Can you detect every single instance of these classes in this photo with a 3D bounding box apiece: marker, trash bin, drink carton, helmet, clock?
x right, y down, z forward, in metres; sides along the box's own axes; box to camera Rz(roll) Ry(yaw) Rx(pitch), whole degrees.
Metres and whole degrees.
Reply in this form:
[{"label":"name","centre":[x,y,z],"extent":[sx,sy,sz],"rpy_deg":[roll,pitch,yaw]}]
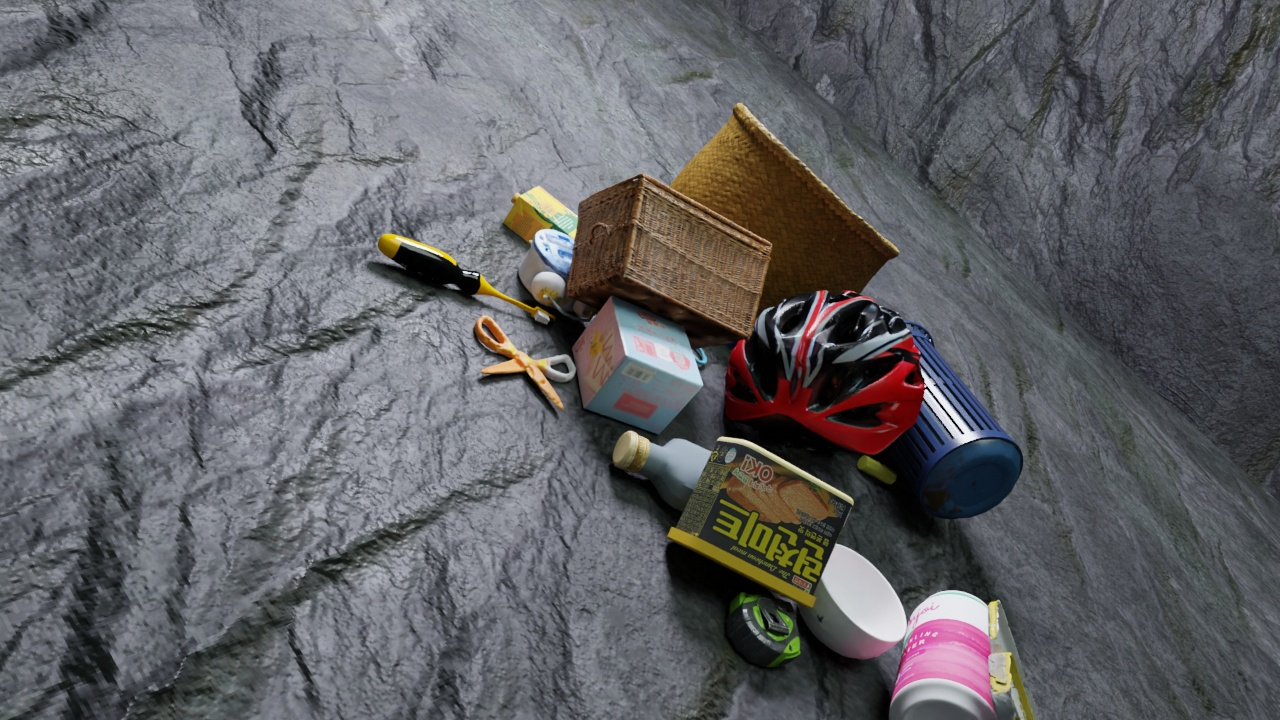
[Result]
[{"label":"marker","centre":[0.322,0.150,1.145],"extent":[0.123,0.018,0.021],"rpy_deg":[28,30,-22]},{"label":"trash bin","centre":[0.358,0.074,1.145],"extent":[0.139,0.139,0.249],"rpy_deg":[22,27,-28]},{"label":"drink carton","centre":[-0.098,-0.150,1.075],"extent":[0.122,0.041,0.058],"rpy_deg":[39,28,-1]},{"label":"helmet","centre":[0.213,0.006,1.045],"extent":[0.218,0.167,0.271],"rpy_deg":[13,21,24]},{"label":"clock","centre":[-0.083,-0.087,0.988],"extent":[0.088,0.052,0.125],"rpy_deg":[18,34,-34]}]

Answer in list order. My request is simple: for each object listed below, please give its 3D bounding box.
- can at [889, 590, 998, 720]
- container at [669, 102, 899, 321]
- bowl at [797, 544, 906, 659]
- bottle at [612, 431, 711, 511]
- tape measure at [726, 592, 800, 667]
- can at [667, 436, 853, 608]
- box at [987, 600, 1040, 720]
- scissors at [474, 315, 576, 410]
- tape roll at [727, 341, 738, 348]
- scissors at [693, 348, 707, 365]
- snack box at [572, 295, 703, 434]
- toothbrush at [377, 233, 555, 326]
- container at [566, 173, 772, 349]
[{"label":"can","centre":[0.278,0.281,0.823],"extent":[0.088,0.088,0.165],"rpy_deg":[41,28,6]},{"label":"container","centre":[0.175,-0.172,1.225],"extent":[0.307,0.197,0.306],"rpy_deg":[38,15,-12]},{"label":"bowl","centre":[0.185,0.225,0.837],"extent":[0.105,0.054,0.104],"rpy_deg":[30,27,-17]},{"label":"bottle","centre":[0.050,0.111,0.855],"extent":[0.161,0.046,0.072],"rpy_deg":[26,30,-22]},{"label":"tape measure","centre":[0.105,0.223,0.765],"extent":[0.065,0.036,0.058],"rpy_deg":[21,33,-30]},{"label":"can","centre":[0.106,0.139,0.798],"extent":[0.130,0.101,0.073],"rpy_deg":[29,-10,-16]},{"label":"box","centre":[0.336,0.322,0.793],"extent":[0.209,0.023,0.126],"rpy_deg":[65,23,-18]},{"label":"scissors","centre":[-0.108,0.002,0.870],"extent":[0.125,0.011,0.128],"rpy_deg":[49,30,21]},{"label":"tape roll","centre":[0.130,-0.042,1.206],"extent":[0.093,0.016,0.091],"rpy_deg":[38,28,-1]},{"label":"scissors","centre":[0.035,-0.043,1.109],"extent":[0.056,0.015,0.136],"rpy_deg":[10,32,-44]},{"label":"snack box","centre":[-0.005,0.005,0.911],"extent":[0.093,0.080,0.094],"rpy_deg":[21,35,-30]},{"label":"toothbrush","centre":[-0.166,-0.077,0.902],"extent":[0.196,0.031,0.030],"rpy_deg":[25,25,-31]},{"label":"container","centre":[0.029,-0.096,0.963],"extent":[0.198,0.114,0.112],"rpy_deg":[23,70,-33]}]
